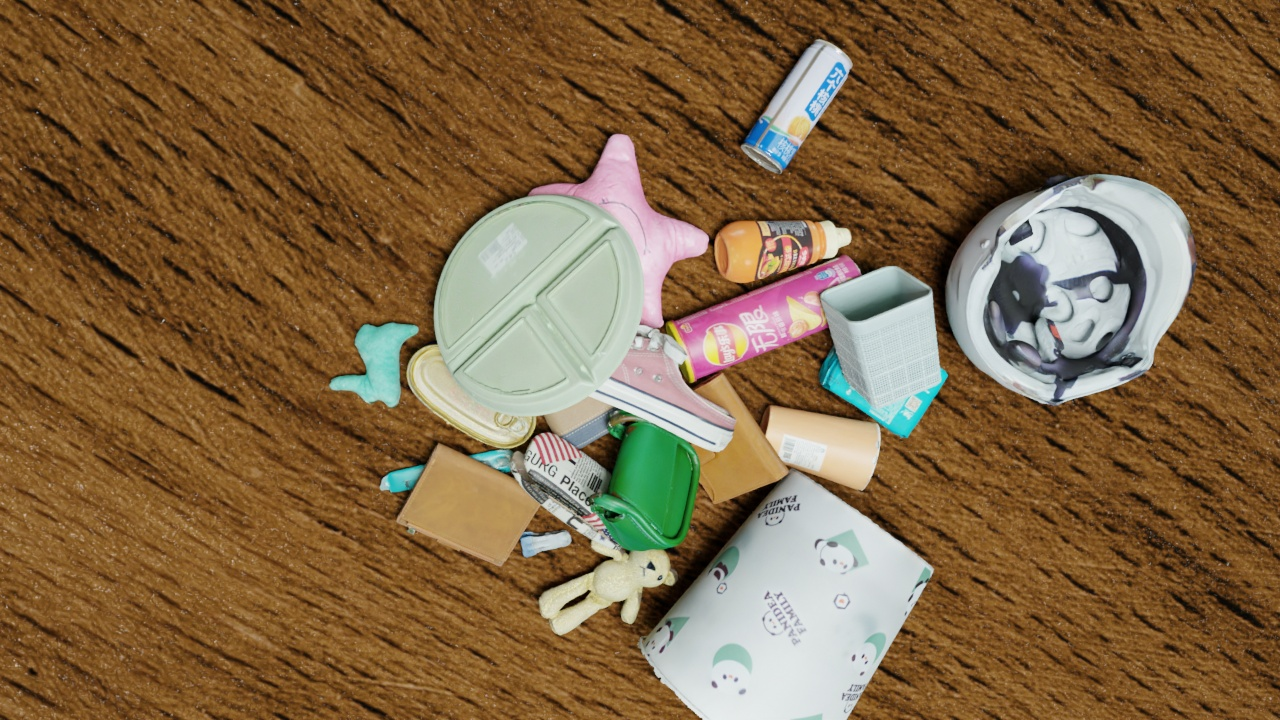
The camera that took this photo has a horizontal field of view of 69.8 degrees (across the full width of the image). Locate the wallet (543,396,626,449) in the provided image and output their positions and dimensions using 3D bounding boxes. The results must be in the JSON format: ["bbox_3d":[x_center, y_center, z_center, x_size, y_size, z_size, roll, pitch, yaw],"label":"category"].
[{"bbox_3d":[-0.071,0.034,1.002,0.090,0.033,0.115,-30,101,-4],"label":"wallet"}]

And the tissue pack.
[{"bbox_3d":[0.273,0.019,1.032,0.133,0.050,0.093,33,93,-11],"label":"tissue pack"}]

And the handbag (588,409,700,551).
[{"bbox_3d":[0.001,0.129,0.970,0.120,0.068,0.131,41,49,-31],"label":"handbag"}]

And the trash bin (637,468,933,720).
[{"bbox_3d":[0.163,0.270,0.980,0.229,0.229,0.252,36,88,-11],"label":"trash bin"}]

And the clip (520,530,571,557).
[{"bbox_3d":[-0.106,0.204,1.032,0.058,0.038,0.026,-7,98,-8],"label":"clip"}]

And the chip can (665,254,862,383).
[{"bbox_3d":[0.137,-0.045,0.993,0.210,0.071,0.071,-21,101,-3],"label":"chip can"}]

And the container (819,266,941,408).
[{"bbox_3d":[0.250,-0.021,0.941,0.090,0.090,0.111,-22,117,-4],"label":"container"}]

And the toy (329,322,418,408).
[{"bbox_3d":[-0.282,0.006,0.973,0.096,0.030,0.092,-1,97,-1],"label":"toy"}]

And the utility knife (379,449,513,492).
[{"bbox_3d":[-0.208,0.122,1.008,0.157,0.013,0.029,-11,101,-5],"label":"utility knife"}]

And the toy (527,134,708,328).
[{"bbox_3d":[-0.031,-0.117,0.957,0.178,0.074,0.194,-37,95,1],"label":"toy"}]

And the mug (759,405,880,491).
[{"bbox_3d":[0.195,0.093,1.021,0.123,0.078,0.078,14,97,-1],"label":"mug"}]

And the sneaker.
[{"bbox_3d":[-0.006,0.005,0.935,0.241,0.118,0.088,26,96,3],"label":"sneaker"}]

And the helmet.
[{"bbox_3d":[0.440,-0.080,0.988,0.258,0.146,0.229,-33,103,-9],"label":"helmet"}]

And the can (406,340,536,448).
[{"bbox_3d":[-0.179,0.035,0.979,0.148,0.049,0.074,34,94,-11],"label":"can"}]

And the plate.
[{"bbox_3d":[-0.107,-0.059,0.901,0.230,0.027,0.230,-5,75,19],"label":"plate"}]

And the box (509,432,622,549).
[{"bbox_3d":[-0.060,0.139,0.983,0.082,0.075,0.163,-42,111,15],"label":"box"}]

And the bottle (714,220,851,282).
[{"bbox_3d":[0.157,-0.124,0.992,0.149,0.067,0.067,-10,100,-12],"label":"bottle"}]

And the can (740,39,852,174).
[{"bbox_3d":[0.165,-0.268,0.969,0.053,0.053,0.134,34,94,-11],"label":"can"}]

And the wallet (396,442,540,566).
[{"bbox_3d":[-0.189,0.167,1.002,0.130,0.035,0.119,28,107,-15],"label":"wallet"}]

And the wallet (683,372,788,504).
[{"bbox_3d":[0.085,0.088,1.004,0.108,0.031,0.132,-29,97,39],"label":"wallet"}]

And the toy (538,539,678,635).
[{"bbox_3d":[-0.038,0.251,1.024,0.157,0.066,0.105,-26,84,-10],"label":"toy"}]
